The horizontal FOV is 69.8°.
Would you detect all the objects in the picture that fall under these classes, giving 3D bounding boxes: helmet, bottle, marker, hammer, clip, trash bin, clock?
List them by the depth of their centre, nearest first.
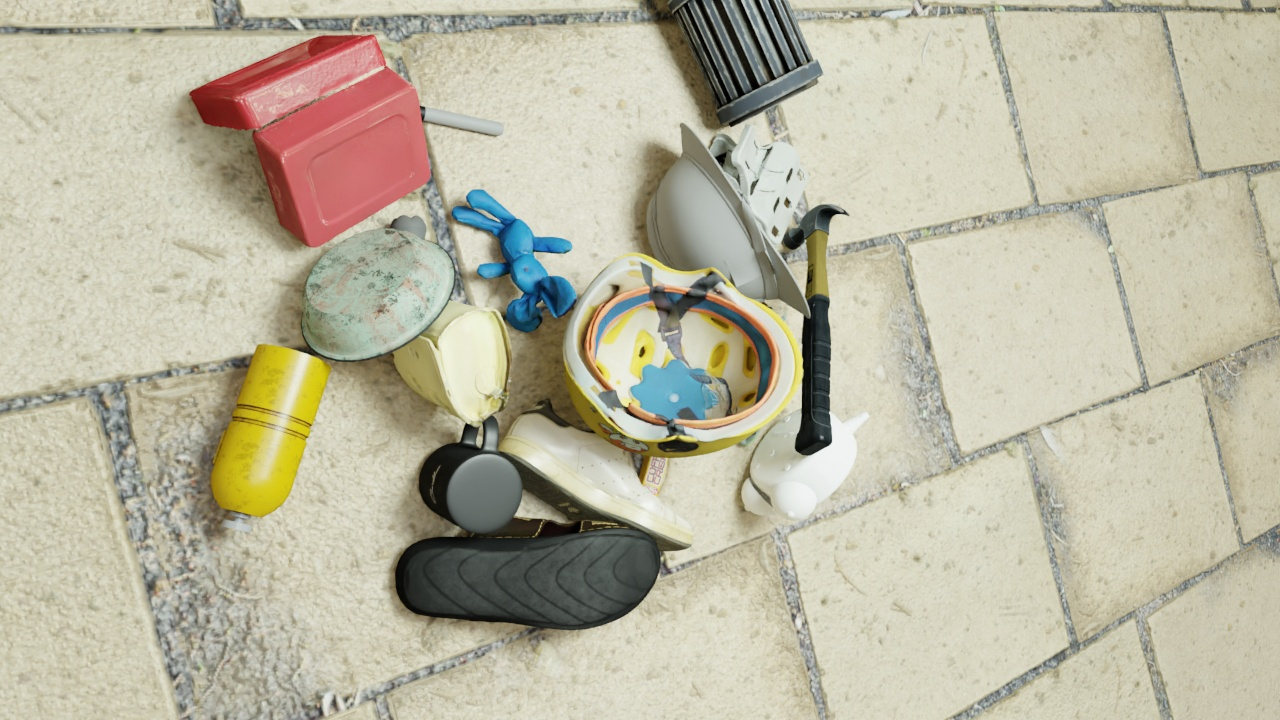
[{"bbox_3d":[-0.343,0.073,0.838,0.071,0.071,0.163,21,73,-26],"label":"bottle"},{"bbox_3d":[-0.235,-0.093,0.941,0.036,0.036,0.110,-2,84,-30],"label":"bottle"},{"bbox_3d":[0.034,0.016,0.960,0.240,0.140,0.208,16,59,-2],"label":"helmet"},{"bbox_3d":[-0.215,-0.263,0.990,0.140,0.016,0.016,5,80,-29],"label":"marker"},{"bbox_3d":[0.080,-0.135,1.073,0.118,0.183,0.271,-33,86,5],"label":"helmet"},{"bbox_3d":[0.210,-0.048,1.092,0.025,0.118,0.332,18,58,-20],"label":"hammer"},{"bbox_3d":[0.188,0.114,1.101,0.073,0.125,0.160,43,70,-18],"label":"clock"},{"bbox_3d":[0.117,-0.418,1.123,0.163,0.165,0.227,-33,103,-29],"label":"trash bin"},{"bbox_3d":[0.152,-0.233,1.175,0.142,0.073,0.124,36,64,-28],"label":"clip"}]

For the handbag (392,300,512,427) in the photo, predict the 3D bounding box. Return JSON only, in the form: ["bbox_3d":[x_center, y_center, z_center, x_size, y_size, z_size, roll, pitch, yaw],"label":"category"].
[{"bbox_3d":[-0.184,-0.001,0.894,0.081,0.119,0.111,-27,117,-33],"label":"handbag"}]

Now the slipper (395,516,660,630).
[{"bbox_3d":[-0.113,0.215,0.942,0.267,0.076,0.113,0,89,-11],"label":"slipper"}]

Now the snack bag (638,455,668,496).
[{"bbox_3d":[0.017,0.117,1.064,0.026,0.020,0.099,25,71,-23],"label":"snack bag"}]

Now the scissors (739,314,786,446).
[{"bbox_3d":[0.149,0.022,1.127,0.173,0.022,0.171,22,83,-47],"label":"scissors"}]

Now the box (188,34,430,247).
[{"bbox_3d":[-0.302,-0.212,0.887,0.156,0.154,0.168,-37,123,-29],"label":"box"}]

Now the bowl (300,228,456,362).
[{"bbox_3d":[-0.255,-0.072,0.864,0.157,0.158,0.038,-53,147,-25],"label":"bowl"}]

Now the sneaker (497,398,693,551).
[{"bbox_3d":[-0.039,0.124,1.001,0.241,0.089,0.102,33,59,-18],"label":"sneaker"}]

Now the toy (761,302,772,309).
[{"bbox_3d":[0.123,-0.038,1.098,0.090,0.103,0.070,-36,102,-7],"label":"toy"}]

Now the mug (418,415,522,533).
[{"bbox_3d":[-0.166,0.108,0.911,0.078,0.088,0.113,11,87,-30],"label":"mug"}]

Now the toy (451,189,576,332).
[{"bbox_3d":[-0.133,-0.103,0.981,0.070,0.113,0.176,-20,70,-52],"label":"toy"}]
